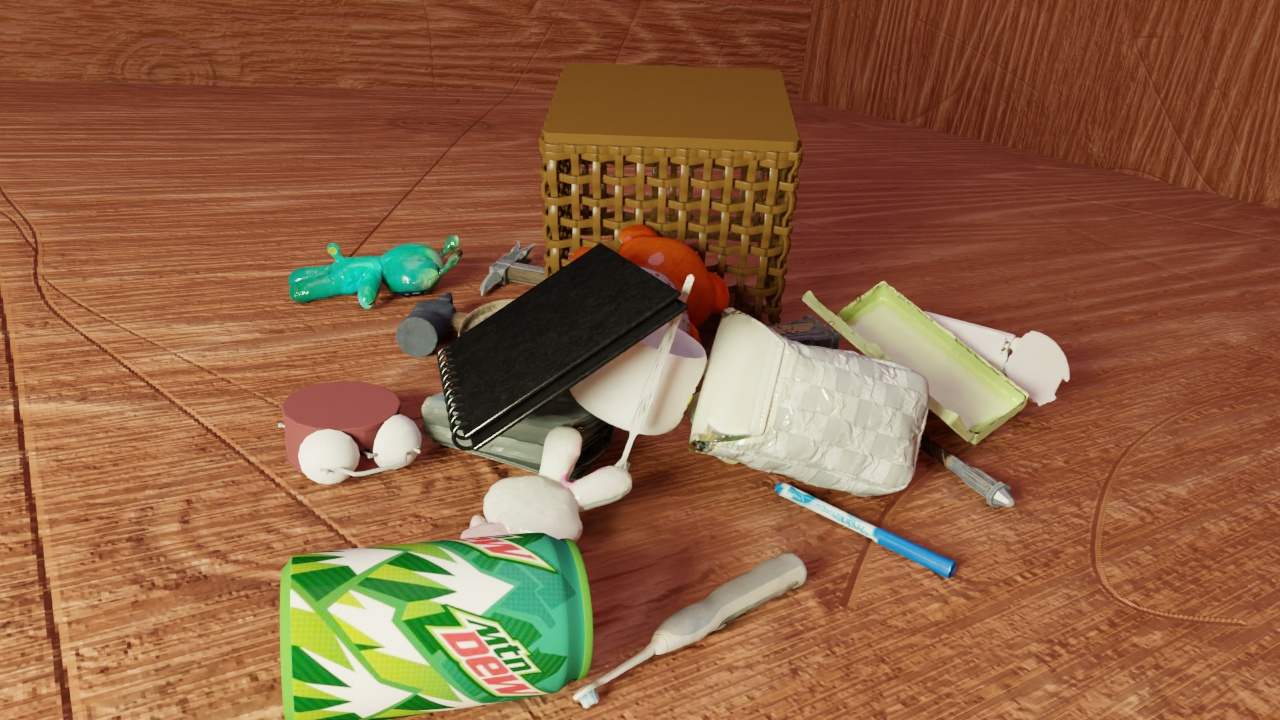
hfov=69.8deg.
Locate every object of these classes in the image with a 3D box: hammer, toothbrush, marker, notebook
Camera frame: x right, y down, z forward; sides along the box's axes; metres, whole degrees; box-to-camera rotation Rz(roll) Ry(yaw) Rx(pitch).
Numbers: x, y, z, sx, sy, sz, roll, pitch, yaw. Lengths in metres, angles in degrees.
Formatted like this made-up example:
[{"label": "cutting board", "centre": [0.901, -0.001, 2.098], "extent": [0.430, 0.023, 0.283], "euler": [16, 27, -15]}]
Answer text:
[{"label": "hammer", "centre": [-0.068, -0.024, 0.918], "extent": [0.322, 0.040, 0.129], "euler": [7, 18, 1]}, {"label": "hammer", "centre": [0.208, 0.042, 0.823], "extent": [0.098, 0.044, 0.322], "euler": [-7, 28, -28]}, {"label": "toothbrush", "centre": [0.006, 0.022, 0.633], "extent": [0.010, 0.182, 0.010], "euler": [24, 24, 9]}, {"label": "marker", "centre": [0.157, 0.118, 0.656], "extent": [0.142, 0.013, 0.013], "euler": [23, 28, 36]}, {"label": "hammer", "centre": [-0.026, -0.080, 1.070], "extent": [0.317, 0.028, 0.146], "euler": [11, 29, 13]}, {"label": "toothbrush", "centre": [0.033, 0.152, 0.531], "extent": [0.185, 0.024, 0.022], "euler": [-16, -8, -42]}, {"label": "notebook", "centre": [-0.071, -0.020, 0.672], "extent": [0.169, 0.019, 0.231], "euler": [-34, 21, -4]}]

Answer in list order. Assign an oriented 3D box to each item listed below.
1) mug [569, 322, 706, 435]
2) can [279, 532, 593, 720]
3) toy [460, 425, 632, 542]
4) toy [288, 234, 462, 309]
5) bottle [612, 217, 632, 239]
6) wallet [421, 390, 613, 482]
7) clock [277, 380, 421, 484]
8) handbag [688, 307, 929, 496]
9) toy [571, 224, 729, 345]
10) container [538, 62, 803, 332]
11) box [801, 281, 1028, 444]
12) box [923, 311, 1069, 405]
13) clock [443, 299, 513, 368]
[{"label": "mug", "centre": [-0.004, 0.004, 0.704], "extent": [0.094, 0.068, 0.115], "euler": [20, 17, -12]}, {"label": "can", "centre": [-0.102, 0.133, 0.462], "extent": [0.144, 0.083, 0.083], "euler": [-2, 24, -19]}, {"label": "toy", "centre": [-0.069, 0.099, 0.605], "extent": [0.076, 0.037, 0.125], "euler": [31, 54, 28]}, {"label": "toy", "centre": [-0.289, -0.102, 1.012], "extent": [0.193, 0.072, 0.130], "euler": [-11, 27, -15]}, {"label": "bottle", "centre": [-0.013, -0.167, 1.251], "extent": [0.055, 0.055, 0.174], "euler": [3, 21, -8]}, {"label": "wallet", "centre": [-0.093, 0.048, 0.714], "extent": [0.132, 0.054, 0.100], "euler": [13, 12, 18]}, {"label": "clock", "centre": [-0.215, 0.055, 0.675], "extent": [0.087, 0.044, 0.124], "euler": [-11, 28, -36]}, {"label": "handbag", "centre": [0.127, 0.041, 0.712], "extent": [0.171, 0.112, 0.123], "euler": [16, -12, -6]}, {"label": "toy", "centre": [0.005, -0.052, 0.850], "extent": [0.164, 0.093, 0.172], "euler": [38, 42, -2]}, {"label": "container", "centre": [0.030, -0.182, 1.005], "extent": [0.251, 0.214, 0.219], "euler": [2, 36, 1]}, {"label": "box", "centre": [0.241, 0.001, 0.831], "extent": [0.133, 0.061, 0.188], "euler": [-8, 41, -39]}, {"label": "box", "centre": [0.330, 0.003, 0.883], "extent": [0.160, 0.092, 0.081], "euler": [17, 56, 22]}, {"label": "clock", "centre": [-0.097, -0.001, 0.817], "extent": [0.141, 0.055, 0.092], "euler": [17, 45, 11]}]
